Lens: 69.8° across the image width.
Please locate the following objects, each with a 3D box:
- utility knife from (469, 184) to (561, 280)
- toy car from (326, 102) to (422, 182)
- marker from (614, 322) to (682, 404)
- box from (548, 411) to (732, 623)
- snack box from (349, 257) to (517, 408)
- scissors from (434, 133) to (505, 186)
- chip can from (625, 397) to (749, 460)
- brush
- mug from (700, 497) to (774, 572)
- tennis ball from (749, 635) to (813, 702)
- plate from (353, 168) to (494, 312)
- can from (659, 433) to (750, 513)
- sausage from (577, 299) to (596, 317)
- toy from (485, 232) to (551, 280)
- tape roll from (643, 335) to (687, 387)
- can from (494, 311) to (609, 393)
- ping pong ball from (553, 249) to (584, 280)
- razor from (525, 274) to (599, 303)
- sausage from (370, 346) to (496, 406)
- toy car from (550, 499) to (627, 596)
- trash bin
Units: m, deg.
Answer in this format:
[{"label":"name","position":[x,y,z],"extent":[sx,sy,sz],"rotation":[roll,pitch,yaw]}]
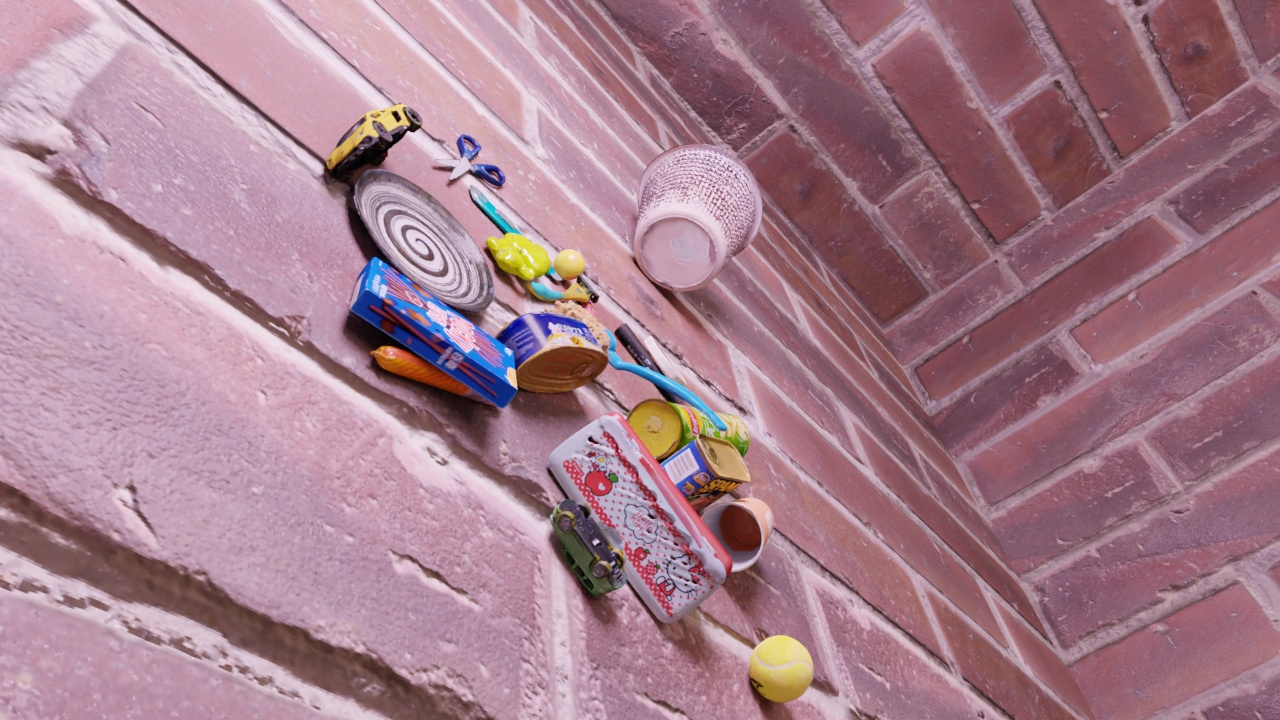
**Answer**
[{"label":"utility knife","position":[-0.155,-0.158,1.149],"extent":[0.164,0.013,0.029],"rotation":[46,24,-20]},{"label":"toy car","position":[-0.268,-0.221,0.915],"extent":[0.041,0.071,0.155],"rotation":[49,21,-16]},{"label":"marker","position":[0.012,0.005,1.241],"extent":[0.132,0.020,0.022],"rotation":[52,29,-3]},{"label":"box","position":[-0.006,0.154,0.890],"extent":[0.098,0.096,0.201],"rotation":[-35,86,-35]},{"label":"snack box","position":[-0.177,-0.025,0.804],"extent":[0.157,0.026,0.084],"rotation":[36,13,-23]},{"label":"scissors","position":[-0.224,-0.256,1.160],"extent":[0.170,0.012,0.141],"rotation":[19,38,-60]},{"label":"chip can","position":[0.064,0.092,1.133],"extent":[0.221,0.073,0.072],"rotation":[15,42,-60]},{"label":"brush","position":[-0.006,0.006,1.043],"extent":[0.255,0.046,0.083],"rotation":[33,5,19]},{"label":"mug","position":[0.118,0.197,1.079],"extent":[0.078,0.078,0.122],"rotation":[57,16,11]},{"label":"tennis ball","position":[0.144,0.316,0.942],"extent":[0.065,0.066,0.065],"rotation":[44,21,-23]},{"label":"plate","position":[-0.218,-0.115,0.921],"extent":[0.179,0.024,0.179],"rotation":[43,22,-22]},{"label":"can","position":[0.065,0.133,1.048],"extent":[0.102,0.083,0.057],"rotation":[20,38,-57]},{"label":"sausage","position":[-0.064,-0.046,1.158],"extent":[0.020,0.020,0.155],"rotation":[37,25,-38]},{"label":"toy","position":[-0.142,-0.123,1.089],"extent":[0.100,0.031,0.096],"rotation":[11,34,-50]},{"label":"tape roll","position":[0.035,0.004,1.272],"extent":[0.086,0.014,0.085],"rotation":[53,4,-5]},{"label":"can","position":[-0.091,-0.007,0.951],"extent":[0.049,0.075,0.148],"rotation":[56,19,19]},{"label":"ping pong ball","position":[-0.093,-0.124,1.193],"extent":[0.040,0.040,0.040],"rotation":[44,21,-23]},{"label":"razor","position":[-0.101,-0.086,1.123],"extent":[0.043,0.028,0.132],"rotation":[53,25,17]},{"label":"sausage","position":[-0.171,0.015,0.806],"extent":[0.165,0.021,0.021],"rotation":[26,33,-52]},{"label":"toy car","position":[-0.048,0.165,0.809],"extent":[0.091,0.036,0.043],"rotation":[57,21,7]},{"label":"trash bin","position":[0.082,-0.224,1.541],"extent":[0.227,0.228,0.191],"rotation":[47,33,-17]}]
